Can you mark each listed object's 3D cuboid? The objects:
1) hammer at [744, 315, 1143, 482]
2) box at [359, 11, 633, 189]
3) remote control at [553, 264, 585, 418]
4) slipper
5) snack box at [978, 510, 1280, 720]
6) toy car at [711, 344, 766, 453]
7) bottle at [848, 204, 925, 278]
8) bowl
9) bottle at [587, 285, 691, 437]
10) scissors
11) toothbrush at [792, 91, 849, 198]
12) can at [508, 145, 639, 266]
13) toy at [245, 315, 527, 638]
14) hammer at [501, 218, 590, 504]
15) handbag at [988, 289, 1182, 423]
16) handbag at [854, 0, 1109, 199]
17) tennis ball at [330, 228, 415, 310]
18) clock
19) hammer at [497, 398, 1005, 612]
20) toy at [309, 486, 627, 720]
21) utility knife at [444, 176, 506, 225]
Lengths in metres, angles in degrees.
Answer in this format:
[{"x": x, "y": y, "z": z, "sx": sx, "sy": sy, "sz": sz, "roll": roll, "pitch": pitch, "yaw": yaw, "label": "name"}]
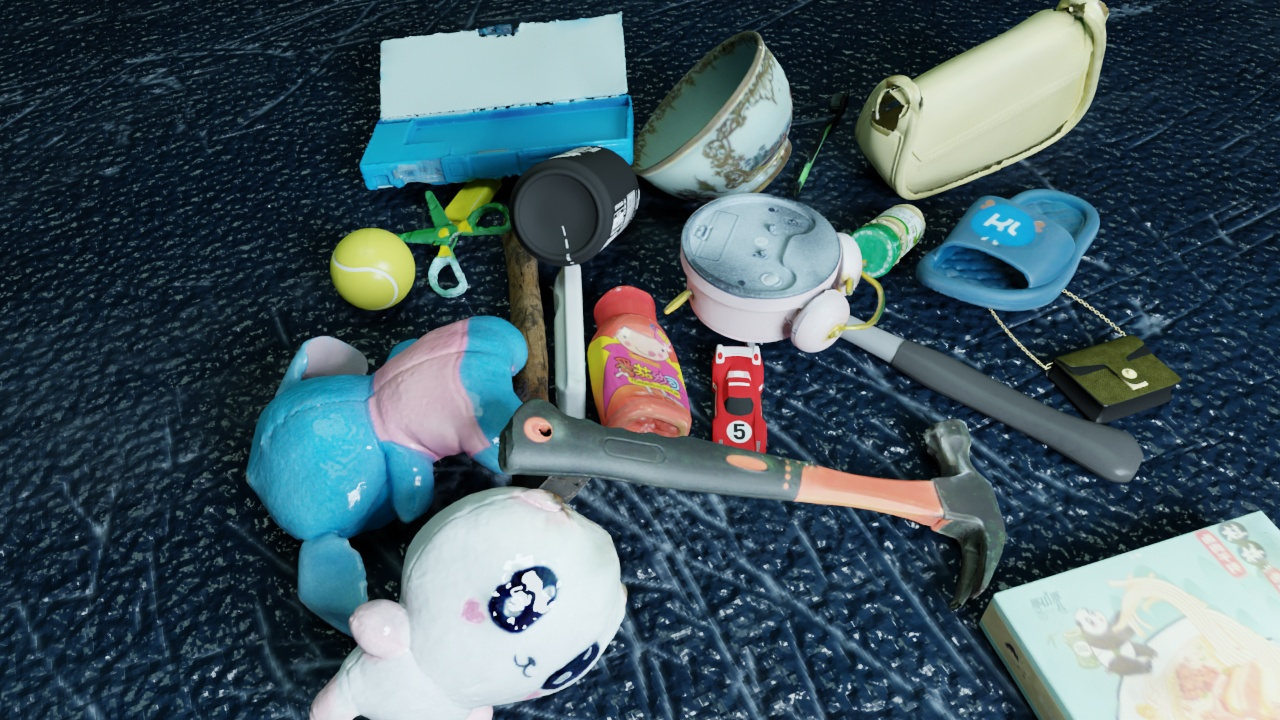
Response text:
[{"x": 0.213, "y": 0.006, "z": 0.687, "sx": 0.311, "sy": 0.030, "sz": 0.124, "roll": 29, "pitch": 54, "yaw": 23, "label": "hammer"}, {"x": -0.129, "y": -0.235, "z": 0.863, "sx": 0.243, "sy": 0.060, "sz": 0.175, "roll": -4, "pitch": 61, "yaw": 4, "label": "box"}, {"x": -0.054, "y": -0.015, "z": 0.691, "sx": 0.022, "sy": 0.050, "sz": 0.133, "roll": -2, "pitch": 48, "yaw": -4, "label": "remote control"}, {"x": 0.313, "y": -0.099, "z": 0.753, "sx": 0.104, "sy": 0.059, "sz": 0.213, "roll": 33, "pitch": 48, "yaw": 33, "label": "slipper"}, {"x": 0.318, "y": 0.176, "z": 0.521, "sx": 0.193, "sy": 0.044, "sz": 0.141, "roll": -14, "pitch": 48, "yaw": -11, "label": "snack box"}, {"x": 0.071, "y": 0.030, "z": 0.667, "sx": 0.038, "sy": 0.025, "sz": 0.089, "roll": 2, "pitch": 48, "yaw": 2, "label": "toy car"}, {"x": 0.203, "y": -0.101, "z": 0.757, "sx": 0.043, "sy": 0.043, "sz": 0.109, "roll": 26, "pitch": 32, "yaw": 21, "label": "bottle"}, {"x": 0.077, "y": -0.199, "z": 0.815, "sx": 0.094, "sy": 0.160, "sz": 0.159, "roll": 39, "pitch": 44, "yaw": -24, "label": "bowl"}, {"x": -0.004, "y": 0.004, "z": 0.669, "sx": 0.071, "sy": 0.049, "sz": 0.134, "roll": 19, "pitch": 39, "yaw": -29, "label": "bottle"}, {"x": -0.166, "y": -0.099, "z": 0.779, "sx": 0.127, "sy": 0.011, "sz": 0.123, "roll": 0, "pitch": 64, "yaw": 25, "label": "scissors"}, {"x": 0.174, "y": -0.214, "z": 0.897, "sx": 0.017, "sy": 0.014, "sz": 0.187, "roll": 9, "pitch": 47, "yaw": 25, "label": "toothbrush"}, {"x": -0.049, "y": -0.128, "z": 0.738, "sx": 0.080, "sy": 0.080, "sz": 0.145, "roll": 8, "pitch": 19, "yaw": 7, "label": "can"}, {"x": -0.157, "y": 0.053, "z": 0.583, "sx": 0.191, "sy": 0.099, "sz": 0.223, "roll": -23, "pitch": 49, "yaw": 4, "label": "toy"}, {"x": -0.079, "y": -0.020, "z": 0.675, "sx": 0.033, "sy": 0.120, "sz": 0.329, "roll": 28, "pitch": 31, "yaw": -30, "label": "hammer"}, {"x": 0.330, "y": -0.027, "z": 0.722, "sx": 0.084, "sy": 0.027, "sz": 0.178, "roll": -16, "pitch": 46, "yaw": -14, "label": "handbag"}, {"x": 0.295, "y": -0.233, "z": 0.814, "sx": 0.232, "sy": 0.191, "sz": 0.088, "roll": -27, "pitch": 69, "yaw": -7, "label": "handbag"}, {"x": -0.214, "y": -0.073, "z": 0.734, "sx": 0.065, "sy": 0.065, "sz": 0.065, "roll": 0, "pitch": 48, "yaw": 0, "label": "tennis ball"}, {"x": 0.105, "y": -0.064, "z": 0.688, "sx": 0.158, "sy": 0.059, "sz": 0.116, "roll": 14, "pitch": 50, "yaw": 11, "label": "clock"}, {"x": 0.078, "y": 0.071, "z": 0.548, "sx": 0.332, "sy": 0.033, "sz": 0.132, "roll": 12, "pitch": 49, "yaw": -20, "label": "hammer"}, {"x": -0.093, "y": 0.146, "z": 0.500, "sx": 0.179, "sy": 0.139, "sz": 0.101, "roll": -40, "pitch": 38, "yaw": -18, "label": "toy"}, {"x": -0.135, "y": -0.180, "z": 0.862, "sx": 0.029, "sy": 0.020, "sz": 0.174, "roll": 13, "pitch": 50, "yaw": 15, "label": "utility knife"}]
